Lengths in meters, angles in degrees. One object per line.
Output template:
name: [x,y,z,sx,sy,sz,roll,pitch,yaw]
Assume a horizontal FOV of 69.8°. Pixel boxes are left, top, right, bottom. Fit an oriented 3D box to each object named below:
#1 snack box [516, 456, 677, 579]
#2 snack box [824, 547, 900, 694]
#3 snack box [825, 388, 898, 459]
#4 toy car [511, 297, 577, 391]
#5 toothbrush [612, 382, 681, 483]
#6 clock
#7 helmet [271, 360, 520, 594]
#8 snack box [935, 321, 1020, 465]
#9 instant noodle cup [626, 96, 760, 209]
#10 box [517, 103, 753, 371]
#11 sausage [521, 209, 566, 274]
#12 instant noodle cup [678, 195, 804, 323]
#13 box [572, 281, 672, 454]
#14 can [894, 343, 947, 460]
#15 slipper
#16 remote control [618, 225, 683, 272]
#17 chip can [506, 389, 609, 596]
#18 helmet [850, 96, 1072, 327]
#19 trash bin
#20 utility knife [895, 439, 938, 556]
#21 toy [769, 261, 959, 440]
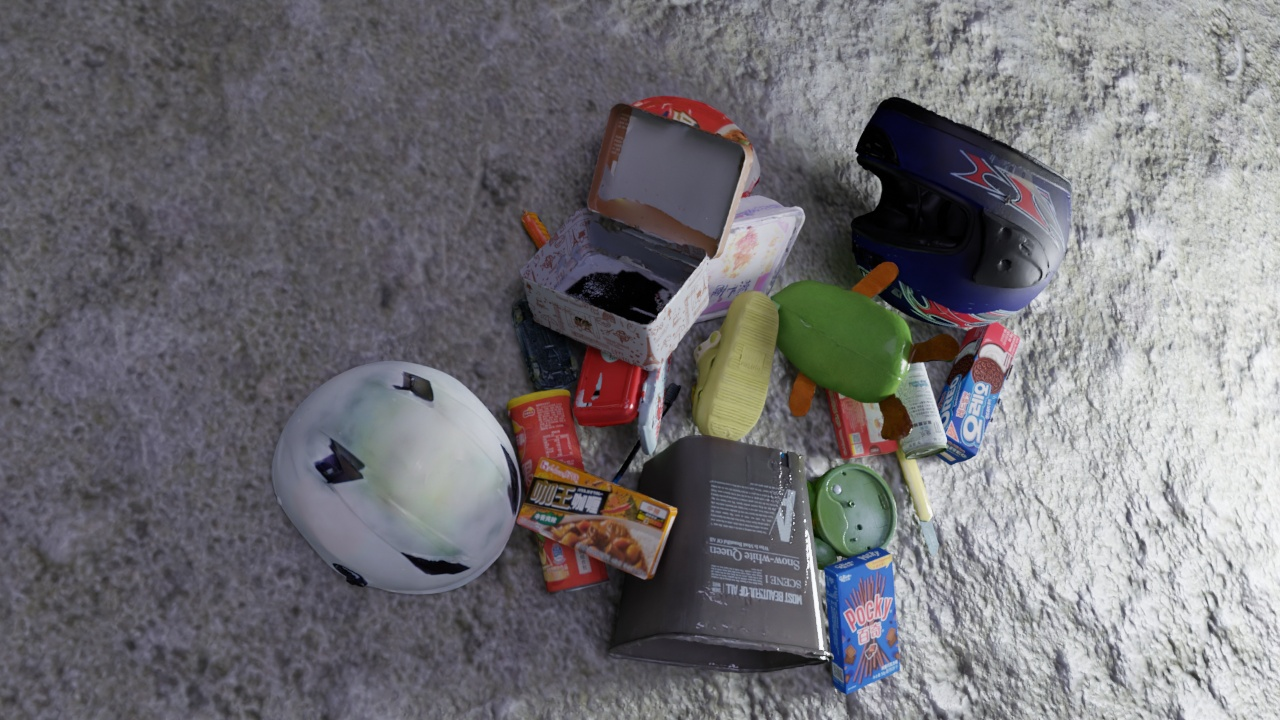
snack box: [-0.045,0.158,0.927,0.154,0.026,0.075,19,88,22]
snack box: [0.264,0.309,1.090,0.084,0.026,0.157,-13,104,-25]
snack box: [0.285,0.051,1.206,0.075,0.026,0.152,-6,77,-24]
toy car: [-0.112,-0.018,1.058,0.054,0.037,0.120,-12,70,-23]
toothbrush: [-0.004,0.098,1.080,0.016,0.014,0.189,38,65,-7]
clock: [0.238,0.192,1.129,0.161,0.056,0.116,-13,79,-25]
helmet: [-0.225,0.110,0.910,0.258,0.146,0.228,43,64,-6]
snack box: [0.457,0.042,1.263,0.058,0.057,0.207,34,65,-7]
instant noodle cup: [0.049,-0.241,1.156,0.193,0.066,0.193,7,58,-12]
box: [0.000,-0.136,1.018,0.179,0.130,0.272,24,85,23]
sausage: [-0.096,-0.112,1.098,0.021,0.021,0.165,-32,89,-27]
instant noodle cup: [0.110,-0.130,1.119,0.137,0.174,0.060,-15,58,-26]
box: [-0.004,0.007,1.063,0.101,0.095,0.201,59,33,-45]
can: [0.357,0.053,1.208,0.058,0.058,0.146,-2,69,-23]
slipper: [0.109,0.007,1.120,0.091,0.082,0.190,22,83,-33]
remote control: [0.024,-0.142,1.158,0.056,0.019,0.134,43,64,-6]
chip can: [-0.089,0.142,0.999,0.073,0.073,0.216,-9,78,-25]
helmet: [0.393,-0.171,1.193,0.315,0.247,0.241,19,104,-23]
trash bin: [0.086,0.213,0.991,0.199,0.199,0.219,13,64,-19]
utility knife: [0.360,0.160,1.209,0.031,0.020,0.195,-9,71,-24]
toy: [0.259,-0.020,1.146,0.247,0.090,0.227,35,99,20]
